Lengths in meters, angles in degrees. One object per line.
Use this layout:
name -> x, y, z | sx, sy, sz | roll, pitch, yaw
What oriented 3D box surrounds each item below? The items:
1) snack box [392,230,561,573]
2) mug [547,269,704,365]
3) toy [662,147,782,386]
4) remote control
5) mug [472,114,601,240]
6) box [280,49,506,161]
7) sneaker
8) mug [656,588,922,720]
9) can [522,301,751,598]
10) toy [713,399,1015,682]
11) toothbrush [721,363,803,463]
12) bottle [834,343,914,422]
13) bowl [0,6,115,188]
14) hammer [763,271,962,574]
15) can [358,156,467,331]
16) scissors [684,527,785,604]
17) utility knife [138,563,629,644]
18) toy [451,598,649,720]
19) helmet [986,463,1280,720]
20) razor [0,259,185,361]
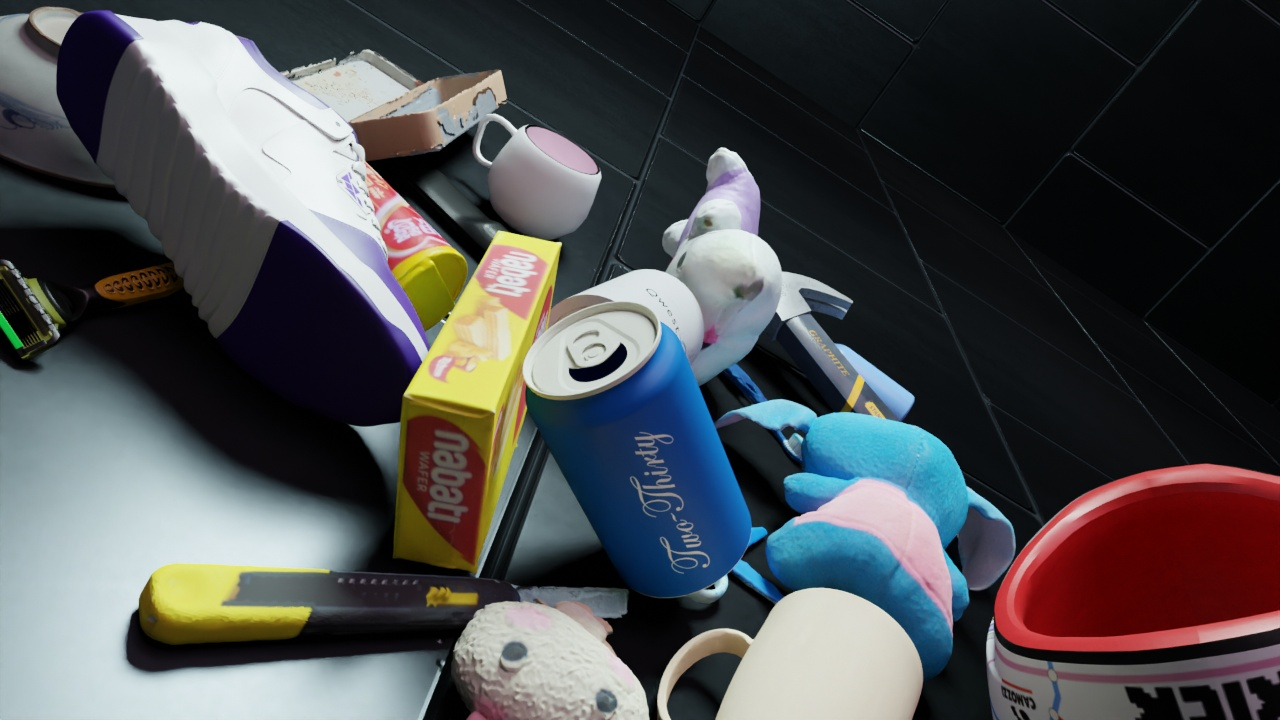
snack box -> -0.081, 0.010, 0.483 | 0.042, 0.092, 0.200 | 11, 28, -2
mug -> -0.004, 0.003, 0.623 | 0.119, 0.083, 0.096 | 65, 27, -4
toy -> 0.058, -0.070, 0.740 | 0.085, 0.138, 0.208 | 25, 37, -14
remote control -> -0.130, -0.109, 0.718 | 0.140, 0.021, 0.045 | 42, 25, 18
mug -> -0.096, -0.156, 0.774 | 0.124, 0.076, 0.090 | 40, 26, 11
box -> -0.210, -0.225, 0.789 | 0.157, 0.071, 0.216 | 20, 27, -3
sneaker -> -0.181, -0.077, 0.483 | 0.244, 0.092, 0.110 | 52, 30, -1
mug -> 0.062, 0.165, 0.422 | 0.111, 0.085, 0.104 | 15, 30, 24
can -> 0.001, 0.049, 0.463 | 0.078, 0.079, 0.146 | -101, 170, -55
toy -> 0.148, 0.101, 0.615 | 0.224, 0.099, 0.190 | 32, 35, 2
toothbrush -> 0.094, 0.032, 0.749 | 0.021, 0.016, 0.132 | 6, 38, -49
bottle -> 0.188, 0.014, 0.854 | 0.131, 0.048, 0.048 | 37, 26, 5
bowl -> -0.323, -0.164, 0.535 | 0.150, 0.057, 0.150 | 23, 29, -14
hammer -> 0.183, 0.047, 0.776 | 0.139, 0.035, 0.312 | -20, 61, -27
can -> -0.169, -0.076, 0.561 | 0.124, 0.067, 0.066 | 43, 27, 18
scissors -> 0.045, 0.113, 0.553 | 0.125, 0.014, 0.130 | 38, 26, 6
utility knife -> -0.091, 0.105, 0.403 | 0.233, 0.020, 0.028 | 13, 36, -41
toy -> -0.036, 0.135, 0.384 | 0.087, 0.050, 0.112 | 31, 42, 0
helmet -> 0.313, 0.195, 0.482 | 0.313, 0.232, 0.236 | -20, 90, -64
razor -> -0.248, -0.037, 0.453 | 0.044, 0.021, 0.143 | 56, 28, 0
